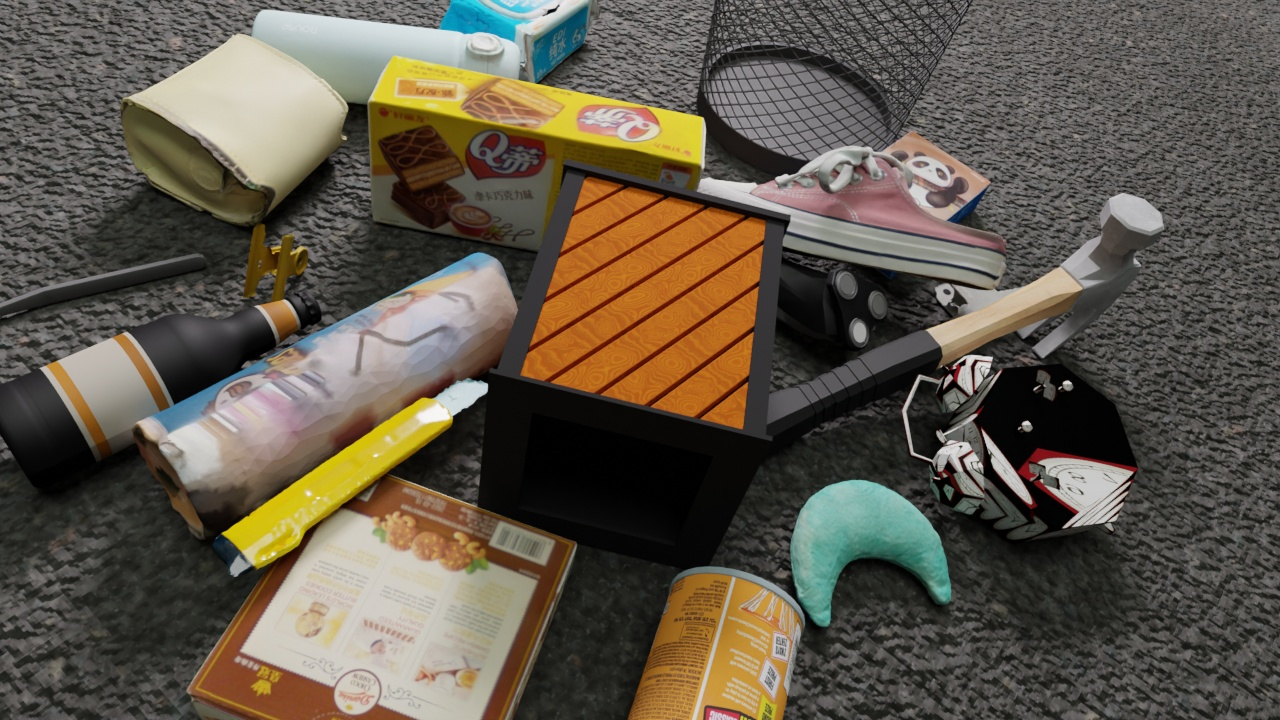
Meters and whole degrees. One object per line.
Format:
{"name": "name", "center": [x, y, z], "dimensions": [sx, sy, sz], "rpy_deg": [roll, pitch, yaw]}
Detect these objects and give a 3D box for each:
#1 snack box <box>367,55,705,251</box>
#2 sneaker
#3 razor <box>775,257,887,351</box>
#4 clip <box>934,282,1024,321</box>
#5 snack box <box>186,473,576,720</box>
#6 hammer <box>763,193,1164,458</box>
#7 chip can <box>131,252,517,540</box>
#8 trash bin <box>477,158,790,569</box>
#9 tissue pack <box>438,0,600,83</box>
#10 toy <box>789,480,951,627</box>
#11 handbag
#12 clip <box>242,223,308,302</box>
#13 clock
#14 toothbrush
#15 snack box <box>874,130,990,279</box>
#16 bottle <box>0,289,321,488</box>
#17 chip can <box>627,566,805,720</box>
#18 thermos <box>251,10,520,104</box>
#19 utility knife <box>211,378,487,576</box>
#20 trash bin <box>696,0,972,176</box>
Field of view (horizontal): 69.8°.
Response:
{"name": "snack box", "center": [-0.076, -0.140, 0.670], "dimensions": [0.230, 0.110, 0.061], "rpy_deg": [10, 48, -5]}
{"name": "sneaker", "center": [0.156, -0.117, 0.688], "dimensions": [0.241, 0.088, 0.118], "rpy_deg": [14, 7, 10]}
{"name": "razor", "center": [0.102, -0.057, 0.684], "dimensions": [0.156, 0.060, 0.057], "rpy_deg": [21, 58, 31]}
{"name": "clip", "center": [0.265, -0.053, 0.724], "dimensions": [0.101, 0.050, 0.058], "rpy_deg": [-21, 71, -28]}
{"name": "snack box", "center": [-0.124, 0.138, 0.473], "dimensions": [0.143, 0.041, 0.146], "rpy_deg": [19, 49, 3]}
{"name": "hammer", "center": [0.213, -0.012, 0.640], "dimensions": [0.327, 0.131, 0.039], "rpy_deg": [-22, 58, -17]}
{"name": "chip can", "center": [-0.170, 0.013, 0.544], "dimensions": [0.080, 0.080, 0.228], "rpy_deg": [42, 54, 21]}
{"name": "trash bin", "center": [-0.003, 0.003, 0.548], "dimensions": [0.139, 0.140, 0.171], "rpy_deg": [14, 49, -2]}
{"name": "tissue pack", "center": [-0.108, -0.310, 0.837], "dimensions": [0.093, 0.062, 0.144], "rpy_deg": [28, 51, 10]}
{"name": "toy", "center": [0.135, 0.115, 0.561], "dimensions": [0.105, 0.033, 0.085], "rpy_deg": [-6, 63, -18]}
{"name": "handbag", "center": [-0.291, -0.164, 0.666], "dimensions": [0.111, 0.081, 0.119], "rpy_deg": [29, 48, 2]}
{"name": "clip", "center": [-0.240, -0.064, 0.617], "dimensions": [0.048, 0.054, 0.045], "rpy_deg": [-4, 26, -47]}
{"name": "clock", "center": [0.243, 0.052, 0.593], "dimensions": [0.154, 0.065, 0.114], "rpy_deg": [17, 65, -7]}
{"name": "toothbrush", "center": [-0.366, -0.044, 0.588], "dimensions": [0.167, 0.013, 0.013], "rpy_deg": [-19, 49, -26]}
{"name": "snack box", "center": [0.224, -0.137, 0.788], "dimensions": [0.087, 0.034, 0.151], "rpy_deg": [40, 54, 19]}
{"name": "bottle", "center": [-0.273, 0.004, 0.538], "dimensions": [0.181, 0.059, 0.059], "rpy_deg": [-32, 64, -33]}
{"name": "chip can", "center": [0.019, 0.207, 0.425], "dimensions": [0.075, 0.075, 0.214], "rpy_deg": [20, 49, 4]}
{"name": "thermos", "center": [-0.203, -0.241, 0.750], "dimensions": [0.207, 0.078, 0.065], "rpy_deg": [4, 62, -6]}
{"name": "utility knife", "center": [-0.148, 0.056, 0.498], "dimensions": [0.030, 0.017, 0.178], "rpy_deg": [38, 52, 16]}
{"name": "trash bin", "center": [0.164, -0.300, 0.782], "dimensions": [0.217, 0.228, 0.217], "rpy_deg": [6, 50, -8]}
